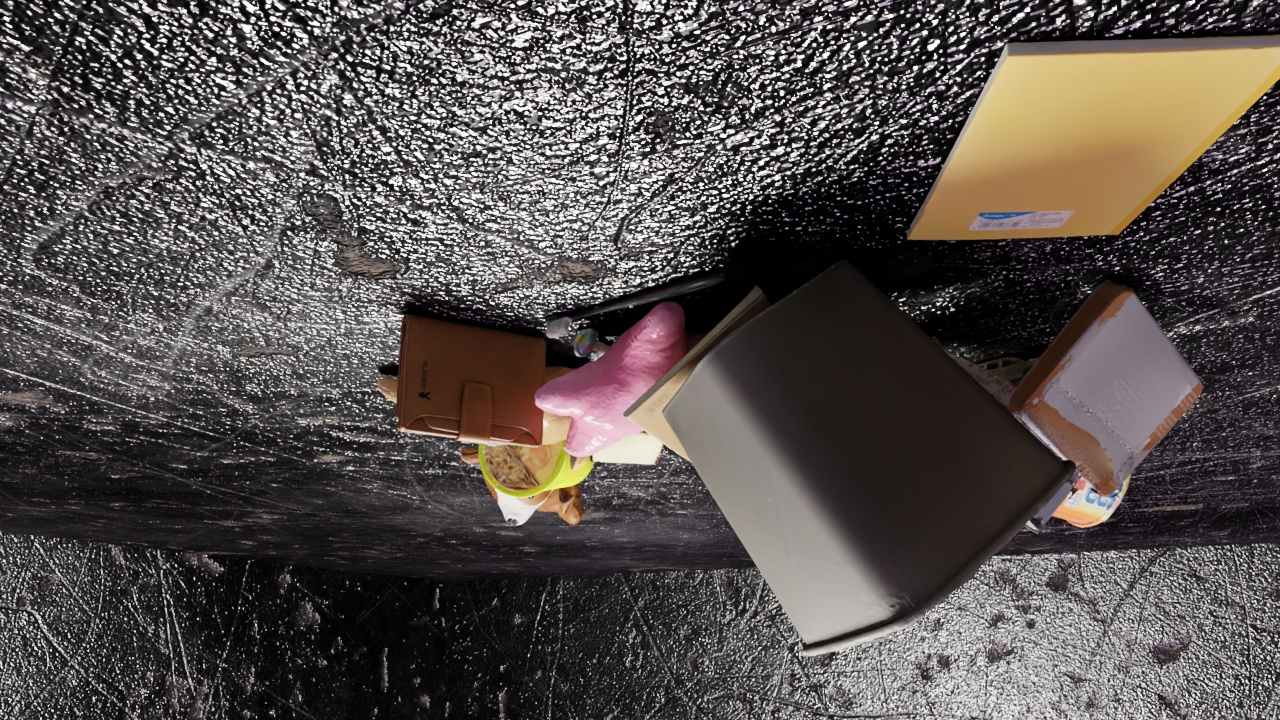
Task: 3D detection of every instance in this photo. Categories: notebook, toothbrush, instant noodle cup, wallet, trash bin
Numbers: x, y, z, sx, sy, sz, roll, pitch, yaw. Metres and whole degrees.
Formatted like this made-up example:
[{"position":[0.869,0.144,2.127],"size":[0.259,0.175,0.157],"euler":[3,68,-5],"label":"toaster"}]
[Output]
[{"position":[0.075,0.025,0.823],"size":[0.149,0.012,0.211],"euler":[-43,154,3],"label":"notebook"},{"position":[-0.005,0.005,0.899],"size":[0.020,0.029,0.189],"euler":[39,-173,33],"label":"toothbrush"},{"position":[0.437,0.098,0.995],"size":[0.111,0.151,0.152],"euler":[10,161,-5],"label":"instant noodle cup"},{"position":[-0.009,-0.045,0.750],"size":[0.181,0.018,0.015],"euler":[-14,154,34],"label":"toothbrush"},{"position":[-0.146,0.020,0.802],"size":[0.131,0.107,0.031],"euler":[11,157,-28],"label":"wallet"},{"position":[0.251,-0.118,0.533],"size":[0.146,0.010,0.206],"euler":[-1,162,3],"label":"notebook"},{"position":[0.151,0.067,0.685],"size":[0.198,0.219,0.199],"euler":[-32,168,-25],"label":"trash bin"},{"position":[-0.113,0.107,1.090],"size":[0.112,0.111,0.123],"euler":[-7,170,20],"label":"instant noodle cup"}]

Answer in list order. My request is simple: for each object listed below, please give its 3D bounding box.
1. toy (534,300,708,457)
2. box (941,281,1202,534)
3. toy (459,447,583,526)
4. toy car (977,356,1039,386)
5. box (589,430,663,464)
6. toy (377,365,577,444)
[{"position":[-0.001,0.027,0.832],"size":[0.195,0.074,0.178],"euler":[-36,146,18],"label":"toy"},{"position":[0.338,0.029,0.819],"size":[0.180,0.205,0.158],"euler":[35,-173,-33],"label":"box"},{"position":[-0.157,0.170,1.260],"size":[0.140,0.130,0.200],"euler":[2,153,14],"label":"toy"},{"position":[0.368,0.015,0.899],"size":[0.042,0.035,0.091],"euler":[15,159,-41],"label":"toy car"},{"position":[-0.013,0.080,1.035],"size":[0.091,0.077,0.168],"euler":[2,162,-3],"label":"box"},{"position":[-0.156,0.045,0.938],"size":[0.226,0.082,0.143],"euler":[-2,162,20],"label":"toy"}]
